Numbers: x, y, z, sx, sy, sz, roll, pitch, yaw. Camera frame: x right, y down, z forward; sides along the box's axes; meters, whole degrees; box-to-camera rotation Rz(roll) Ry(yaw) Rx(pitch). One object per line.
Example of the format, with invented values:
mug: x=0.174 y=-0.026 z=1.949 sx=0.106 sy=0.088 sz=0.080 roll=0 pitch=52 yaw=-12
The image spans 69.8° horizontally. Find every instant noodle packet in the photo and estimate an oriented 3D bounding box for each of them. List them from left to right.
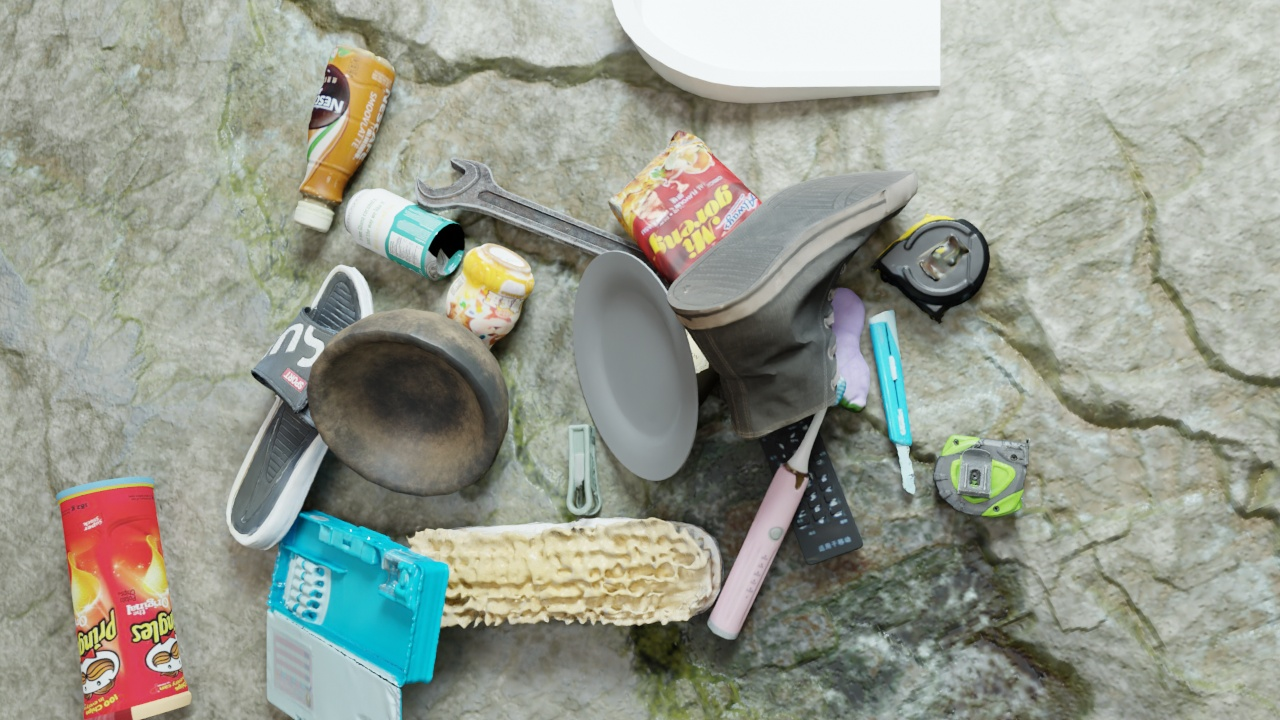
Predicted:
instant noodle packet: x=0.041 y=-0.116 z=0.732 sx=0.098 sy=0.040 sz=0.135 roll=-37 pitch=57 yaw=1

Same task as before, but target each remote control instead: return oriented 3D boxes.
remote control: x=0.124 y=0.080 z=0.713 sx=0.047 sy=0.022 sz=0.150 roll=-22 pitch=77 yaw=14

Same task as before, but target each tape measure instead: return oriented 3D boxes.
tape measure: x=0.223 y=-0.072 z=0.688 sx=0.072 sy=0.042 sz=0.071 roll=-47 pitch=71 yaw=5
tape measure: x=0.247 y=0.084 z=0.667 sx=0.066 sy=0.036 sz=0.058 roll=2 pitch=86 yaw=16

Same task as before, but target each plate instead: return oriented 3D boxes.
plate: x=-0.004 y=0.004 z=0.704 sx=0.012 sy=0.179 sz=0.178 roll=-14 pitch=77 yaw=-29

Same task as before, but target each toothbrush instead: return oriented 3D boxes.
toothbrush: x=0.104 y=0.110 z=0.689 sx=0.026 sy=0.027 sz=0.223 roll=45 pitch=116 yaw=59

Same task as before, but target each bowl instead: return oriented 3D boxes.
bowl: x=-0.183 y=0.028 z=0.755 sx=0.162 sy=0.070 sz=0.162 roll=5 pitch=122 yaw=9

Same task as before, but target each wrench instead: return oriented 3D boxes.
wrench: x=-0.072 y=-0.114 z=0.780 sx=0.273 sy=0.010 sz=0.069 roll=23 pitch=56 yaw=16

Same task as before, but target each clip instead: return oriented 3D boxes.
clip: x=-0.047 y=0.091 z=0.760 sx=0.023 sy=0.037 sz=0.075 roll=-7 pitch=77 yaw=17

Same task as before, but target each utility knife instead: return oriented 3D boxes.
utility knife: x=0.196 y=0.031 z=0.700 sx=0.022 sy=0.015 sz=0.141 roll=-7 pitch=83 yaw=-16

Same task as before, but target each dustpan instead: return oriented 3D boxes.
dustpan: x=0.107 y=-0.311 z=0.740 sx=0.258 sy=0.053 sz=0.191 roll=0 pitch=84 yaw=17

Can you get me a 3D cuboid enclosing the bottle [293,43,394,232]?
bottle: x=-0.277 y=-0.201 z=0.841 sx=0.059 sy=0.059 sz=0.167 roll=18 pitch=90 yaw=18

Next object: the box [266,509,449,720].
box: x=-0.246 y=0.230 z=0.753 sx=0.227 sy=0.039 sz=0.181 roll=7 pitch=87 yaw=44

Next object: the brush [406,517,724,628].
brush: x=-0.070 y=0.171 z=0.742 sx=0.272 sy=0.056 sz=0.083 roll=-4 pitch=83 yaw=16

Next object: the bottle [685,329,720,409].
bottle: x=0.077 y=-0.044 z=0.727 sx=0.045 sy=0.045 sz=0.184 roll=34 pitch=88 yaw=17

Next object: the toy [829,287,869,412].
toy: x=0.136 y=-0.010 z=0.706 sx=0.080 sy=0.036 sz=0.099 roll=3 pitch=73 yaw=5

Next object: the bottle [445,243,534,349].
bottle: x=-0.136 y=-0.043 z=0.782 sx=0.063 sy=0.063 sz=0.109 roll=36 pitch=109 yaw=17

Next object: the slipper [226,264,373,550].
slipper: x=-0.312 y=0.037 z=0.810 sx=0.111 sy=0.063 sz=0.264 roll=25 pitch=93 yaw=41

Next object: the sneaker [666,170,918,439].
sneaker: x=0.126 y=-0.052 z=0.659 sx=0.095 sy=0.120 sz=0.234 roll=9 pitch=42 yaw=44

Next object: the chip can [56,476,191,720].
chip can: x=-0.477 y=0.221 z=0.845 sx=0.087 sy=0.087 sz=0.213 roll=-18 pitch=79 yaw=14

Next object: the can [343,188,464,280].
can: x=-0.209 y=-0.113 z=0.814 sx=0.102 sy=0.055 sz=0.055 roll=26 pitch=92 yaw=17
